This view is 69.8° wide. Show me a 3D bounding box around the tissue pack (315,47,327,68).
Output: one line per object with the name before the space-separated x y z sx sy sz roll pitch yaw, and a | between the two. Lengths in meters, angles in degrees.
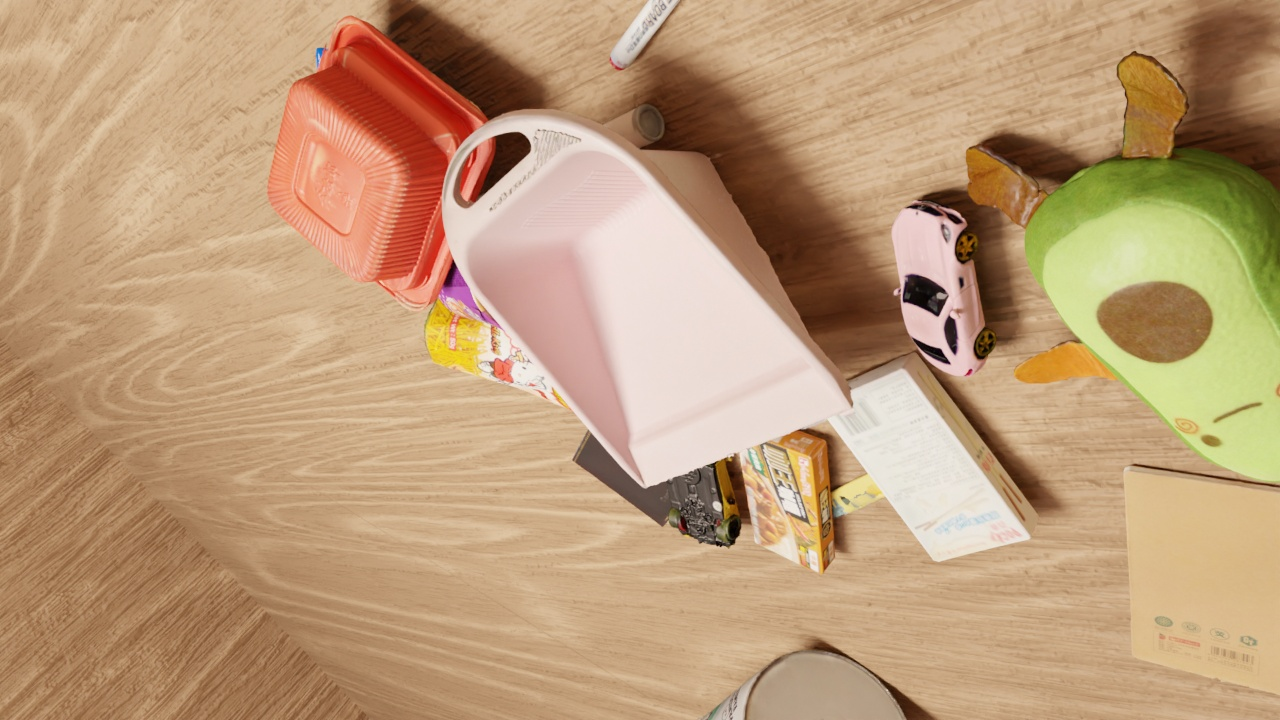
tissue pack | -0.203 -0.190 0.761 0.157 0.052 0.095 31 139 12

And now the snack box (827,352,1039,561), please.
snack box | 0.210 0.074 0.676 0.157 0.026 0.085 52 138 -6

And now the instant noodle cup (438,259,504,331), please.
instant noodle cup | -0.117 -0.076 0.770 0.099 0.111 0.111 3 131 52

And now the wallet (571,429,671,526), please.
wallet | -0.008 0.114 0.942 0.122 0.020 0.097 35 144 4

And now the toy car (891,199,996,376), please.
toy car | 0.185 -0.042 0.572 0.056 0.037 0.122 33 151 55

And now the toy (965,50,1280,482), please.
toy | 0.276 -0.033 0.468 0.246 0.089 0.227 47 153 -3

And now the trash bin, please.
trash bin | 0.156 0.449 0.989 0.229 0.228 0.253 32 139 11

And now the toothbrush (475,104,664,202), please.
toothbrush | -0.066 -0.148 0.706 0.026 0.026 0.222 36 150 -32

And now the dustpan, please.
dustpan | -0.022 -0.034 0.639 0.223 0.138 0.273 -32 78 44

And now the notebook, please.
notebook | 0.410 0.157 0.618 0.148 0.008 0.208 7 133 37

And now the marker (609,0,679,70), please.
marker | 0.019 -0.225 0.557 0.017 0.017 0.146 45 144 -7

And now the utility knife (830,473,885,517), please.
utility knife | 0.201 0.099 0.744 0.031 0.018 0.165 48 149 0

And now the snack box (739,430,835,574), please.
snack box | 0.130 0.119 0.808 0.075 0.026 0.154 21 139 36

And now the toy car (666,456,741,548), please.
toy car | 0.055 0.111 0.859 0.071 0.041 0.156 6 123 38

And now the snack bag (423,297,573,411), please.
snack bag | -0.097 -0.002 0.872 0.208 0.073 0.129 19 139 16

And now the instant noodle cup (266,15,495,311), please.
instant noodle cup | -0.208 -0.138 0.694 0.164 0.078 0.189 38 126 12
